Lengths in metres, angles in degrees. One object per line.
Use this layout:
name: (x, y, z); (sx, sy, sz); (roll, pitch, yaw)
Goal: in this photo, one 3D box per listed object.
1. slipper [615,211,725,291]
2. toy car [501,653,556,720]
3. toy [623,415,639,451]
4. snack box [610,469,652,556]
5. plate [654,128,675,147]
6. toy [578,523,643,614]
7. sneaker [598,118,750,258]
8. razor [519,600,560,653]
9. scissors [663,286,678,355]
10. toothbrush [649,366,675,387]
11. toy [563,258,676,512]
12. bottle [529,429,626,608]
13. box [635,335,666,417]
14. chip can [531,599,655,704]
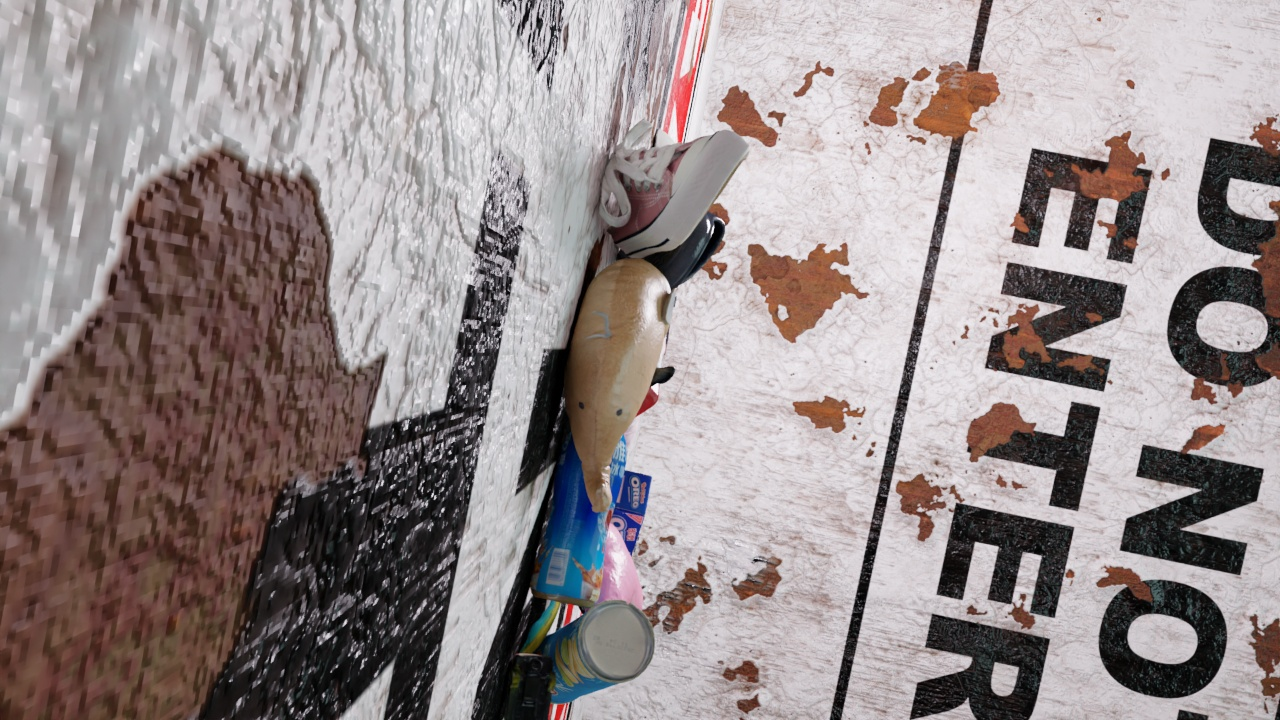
slipper: (0.039, -0.117, 0.962); (0.111, 0.083, 0.268); (-56, -164, 9)
toy car: (-0.102, 0.311, 0.825); (0.035, 0.042, 0.090); (155, -57, -70)
toy: (-0.027, 0.060, 1.237); (0.159, 0.054, 0.121); (-85, -175, -65)
snack box: (-0.030, 0.207, 1.137); (0.208, 0.057, 0.058); (103, 0, -55)
plate: (0.036, -0.197, 1.308); (0.161, 0.034, 0.266); (-81, 173, -48)
toy: (-0.045, 0.229, 0.995); (0.178, 0.074, 0.194); (-127, -165, -79)
sneaker: (0.010, -0.151, 0.789); (0.118, 0.088, 0.241); (-55, -168, -14)
razor: (-0.095, 0.243, 0.917); (0.132, 0.028, 0.043); (-72, 177, -53)
scissors: (0.039, -0.075, 1.207); (0.224, 0.015, 0.189); (-76, 177, -61)
toothbrush: (-0.020, 0.036, 0.914); (0.190, 0.016, 0.014); (-31, -120, 54)
toy: (-0.026, 0.014, 0.791); (0.143, 0.082, 0.225); (77, 24, -54)
bottle: (-0.051, 0.118, 0.865); (0.065, 0.065, 0.218); (91, 10, -75)
box: (-0.025, -0.026, 1.027); (0.095, 0.100, 0.200); (-33, -155, 22)
chip can: (-0.052, 0.279, 0.866); (0.211, 0.071, 0.071); (129, -23, -60)
